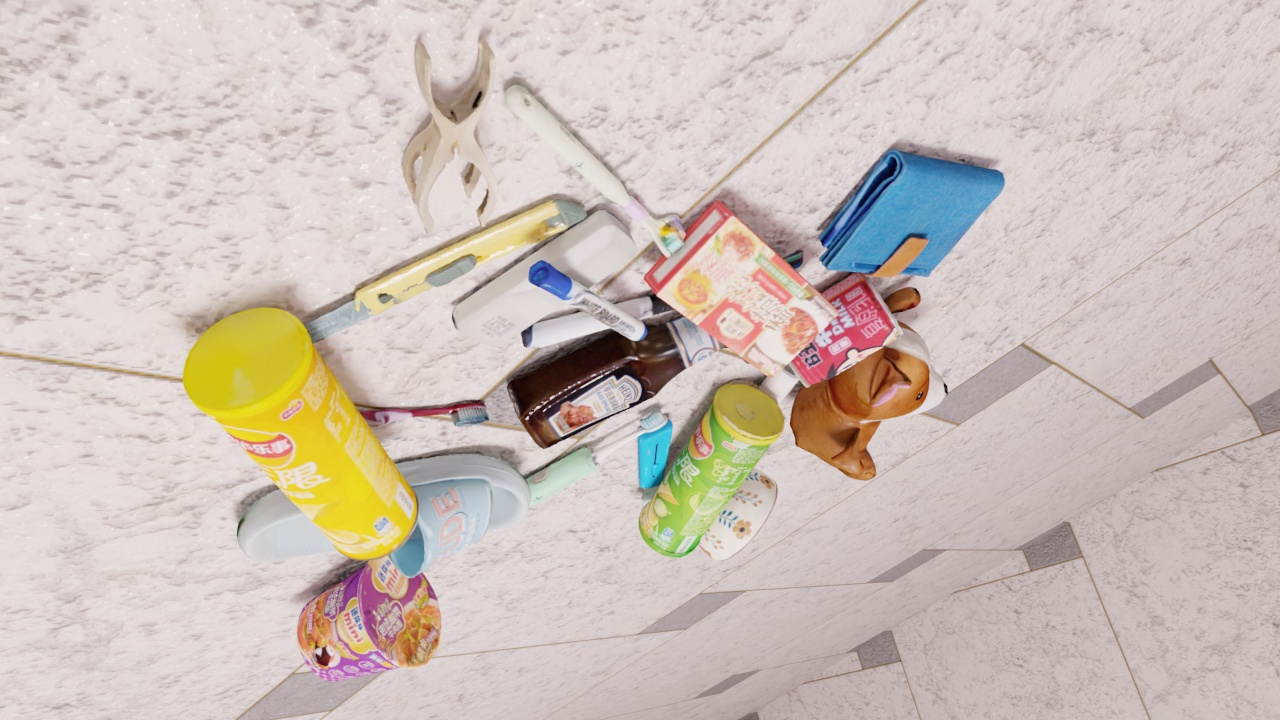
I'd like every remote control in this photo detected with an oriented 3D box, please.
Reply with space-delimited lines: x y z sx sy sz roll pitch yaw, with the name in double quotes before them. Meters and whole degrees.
"remote control" -0.061 -0.051 0.600 0.125 0.024 0.049 -31 154 13

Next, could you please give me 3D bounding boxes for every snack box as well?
"snack box" 0.077 -0.047 0.667 0.075 0.025 0.153 -46 134 12

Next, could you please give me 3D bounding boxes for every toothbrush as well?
"toothbrush" -0.195 0.045 0.662 0.187 0.017 0.016 -3 145 -36
"toothbrush" -0.073 0.106 0.858 0.225 0.026 0.027 -29 131 7
"toothbrush" 0.105 0.069 0.939 0.027 0.026 0.222 26 137 -4
"toothbrush" -0.021 -0.108 0.541 0.020 0.029 0.189 7 167 31

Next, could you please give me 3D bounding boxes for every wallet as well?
"wallet" 0.208 -0.109 0.708 0.132 0.040 0.107 -1 139 -37

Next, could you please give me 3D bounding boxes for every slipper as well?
"slipper" -0.198 0.135 0.756 0.245 0.074 0.104 -3 144 -33

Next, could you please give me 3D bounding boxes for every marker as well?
"marker" -0.024 -0.031 0.671 0.130 0.018 0.023 -16 160 -18
"marker" -0.030 -0.036 0.607 0.017 0.017 0.145 -33 156 14

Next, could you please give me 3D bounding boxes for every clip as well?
"clip" -0.085 -0.113 0.468 0.080 0.034 0.105 -1 136 -34

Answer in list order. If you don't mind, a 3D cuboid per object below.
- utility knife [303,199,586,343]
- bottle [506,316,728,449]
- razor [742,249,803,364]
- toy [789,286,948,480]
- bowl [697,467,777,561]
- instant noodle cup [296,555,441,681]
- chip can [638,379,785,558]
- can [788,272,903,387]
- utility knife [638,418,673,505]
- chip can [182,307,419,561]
"utility knife" -0.124 -0.055 0.558 0.195 0.020 0.031 -21 146 2
"bottle" -0.004 0.004 0.721 0.195 0.044 0.080 -25 150 -2
"razor" 0.099 -0.041 0.747 0.042 0.022 0.143 -23 151 -16
"toy" 0.221 0.030 0.870 0.130 0.139 0.200 8 143 0
"bowl" 0.093 0.161 1.028 0.062 0.113 0.114 37 123 -13
"instant noodle cup" -0.264 0.252 0.877 0.099 0.111 0.111 -25 153 18
"chip can" 0.065 0.116 0.920 0.072 0.072 0.222 -6 142 -32
"can" 0.166 -0.026 0.782 0.094 0.066 0.066 -32 152 14
"utility knife" 0.013 0.113 0.950 0.034 0.018 0.207 -20 153 -12
"chip can" -0.207 0.056 0.592 0.072 0.072 0.214 -22 146 -7
